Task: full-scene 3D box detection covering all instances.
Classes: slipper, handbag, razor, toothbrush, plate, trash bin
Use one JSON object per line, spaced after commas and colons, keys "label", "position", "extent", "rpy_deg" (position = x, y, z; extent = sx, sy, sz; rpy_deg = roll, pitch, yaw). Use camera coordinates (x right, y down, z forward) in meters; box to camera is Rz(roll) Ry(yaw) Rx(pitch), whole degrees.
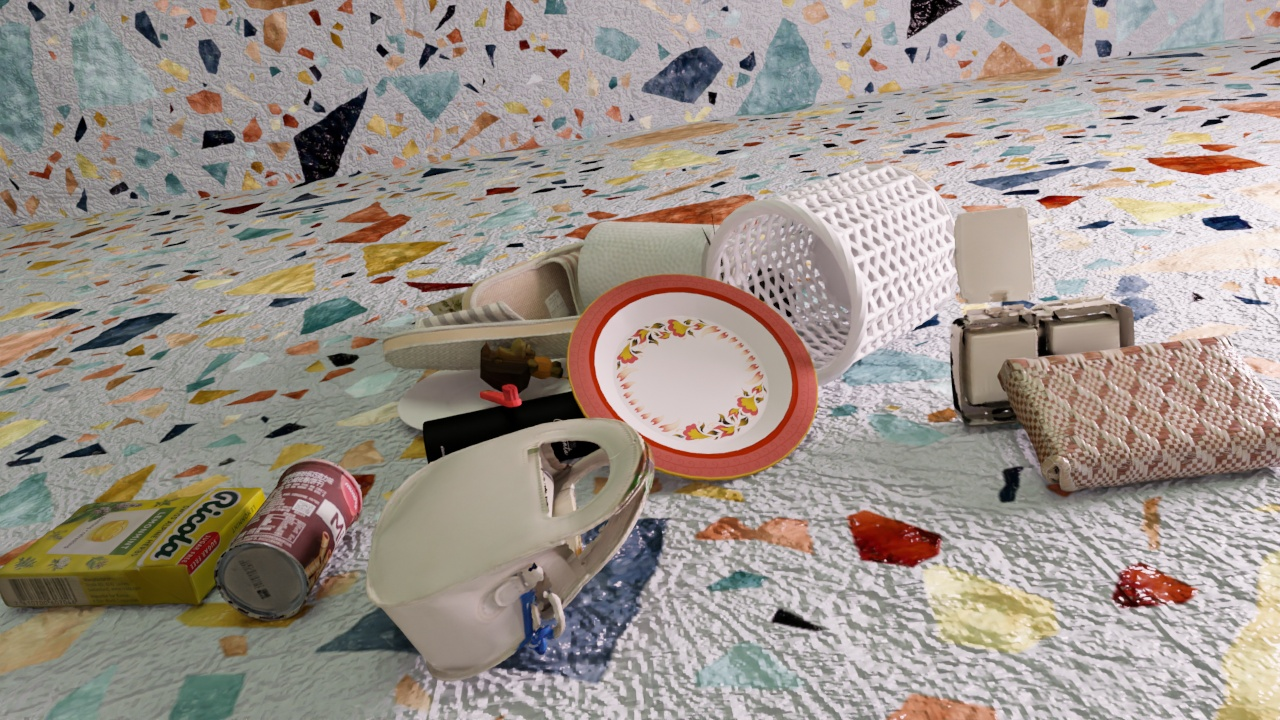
{"label": "slipper", "position": [-0.097, -0.079, 1.128], "extent": [0.262, 0.115, 0.052], "rpy_deg": [-21, 14, -39]}
{"label": "handbag", "position": [-0.076, 0.117, 0.635], "extent": [0.199, 0.093, 0.200], "rpy_deg": [-26, 22, 2]}
{"label": "slipper", "position": [-0.144, -0.029, 0.999], "extent": [0.273, 0.054, 0.114], "rpy_deg": [-5, -12, 1]}
{"label": "razor", "position": [0.152, -0.067, 1.087], "extent": [0.064, 0.053, 0.140], "rpy_deg": [-38, 19, 21]}
{"label": "toothbrush", "position": [-0.134, 0.030, 0.859], "extent": [0.012, 0.018, 0.213], "rpy_deg": [-12, 3, -16]}
{"label": "handbag", "position": [0.385, 0.041, 0.706], "extent": [0.186, 0.047, 0.124], "rpy_deg": [-7, 43, 3]}
{"label": "plate", "position": [0.047, 0.012, 0.831], "extent": [0.229, 0.021, 0.229], "rpy_deg": [6, 52, -7]}
{"label": "trash bin", "position": [0.029, -0.104, 1.094], "extent": [0.162, 0.133, 0.133], "rpy_deg": [2, 24, 34]}
{"label": "plate", "position": [-0.156, 0.035, 0.993], "extent": [0.208, 0.015, 0.208], "rpy_deg": [-8, 22, 3]}

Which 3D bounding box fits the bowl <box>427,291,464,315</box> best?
{"label": "bowl", "position": [-0.192, -0.067, 1.169], "extent": [0.145, 0.063, 0.145], "rpy_deg": [-20, 7, 2]}

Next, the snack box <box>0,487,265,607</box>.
{"label": "snack box", "position": [-0.420, 0.153, 0.763], "extent": [0.181, 0.045, 0.121], "rpy_deg": [-4, 22, 10]}

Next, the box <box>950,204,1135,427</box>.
{"label": "box", "position": [0.334, -0.046, 0.797], "extent": [0.143, 0.184, 0.098], "rpy_deg": [-5, 15, 3]}

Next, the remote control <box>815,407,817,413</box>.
{"label": "remote control", "position": [0.095, 0.049, 0.870], "extent": [0.140, 0.009, 0.030], "rpy_deg": [-7, 22, 5]}

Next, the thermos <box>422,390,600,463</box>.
{"label": "thermos", "position": [-0.076, 0.062, 0.836], "extent": [0.231, 0.061, 0.061], "rpy_deg": [-12, 22, -7]}

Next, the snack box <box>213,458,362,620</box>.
{"label": "snack box", "position": [-0.270, 0.137, 0.714], "extent": [0.072, 0.072, 0.121], "rpy_deg": [-7, 23, 5]}

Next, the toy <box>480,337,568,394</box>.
{"label": "toy", "position": [-0.116, 0.008, 0.948], "extent": [0.100, 0.063, 0.076], "rpy_deg": [7, 15, -13]}

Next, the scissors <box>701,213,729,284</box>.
{"label": "scissors", "position": [0.100, -0.075, 1.020], "extent": [0.013, 0.170, 0.157], "rpy_deg": [-12, -22, 19]}

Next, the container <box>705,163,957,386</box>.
{"label": "container", "position": [0.197, -0.091, 0.937], "extent": [0.186, 0.189, 0.190], "rpy_deg": [-25, 27, -38]}
